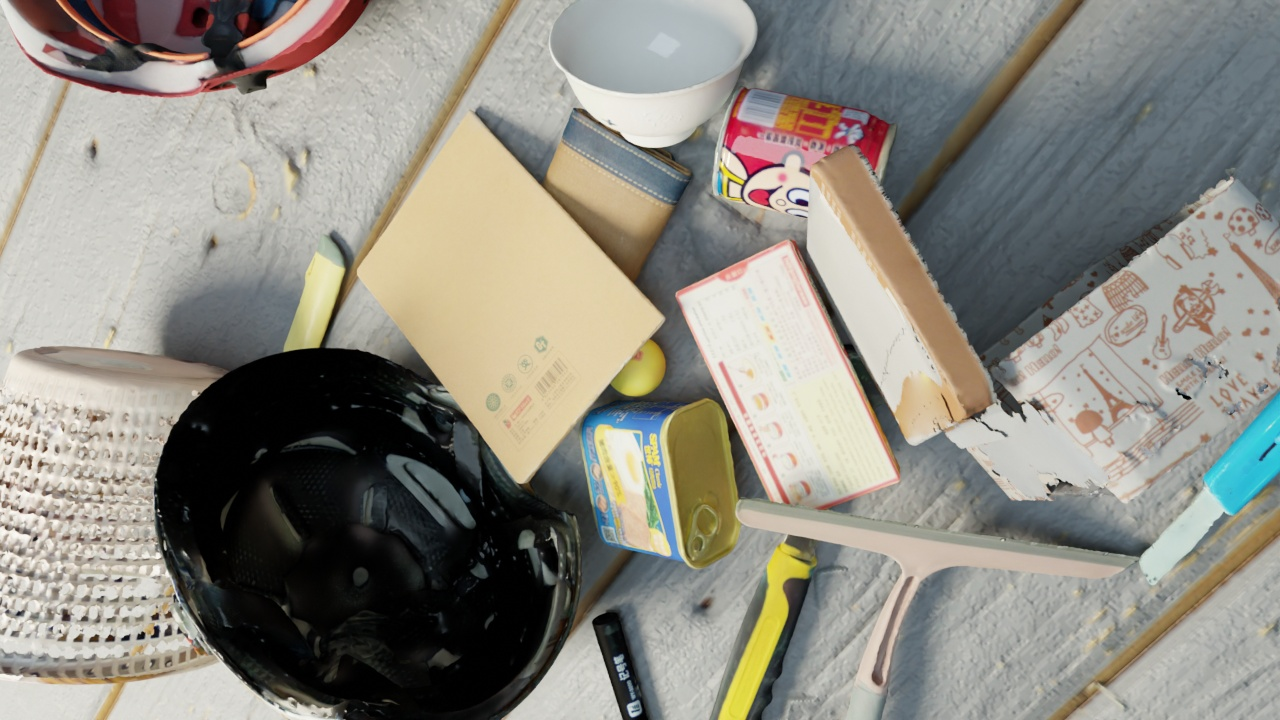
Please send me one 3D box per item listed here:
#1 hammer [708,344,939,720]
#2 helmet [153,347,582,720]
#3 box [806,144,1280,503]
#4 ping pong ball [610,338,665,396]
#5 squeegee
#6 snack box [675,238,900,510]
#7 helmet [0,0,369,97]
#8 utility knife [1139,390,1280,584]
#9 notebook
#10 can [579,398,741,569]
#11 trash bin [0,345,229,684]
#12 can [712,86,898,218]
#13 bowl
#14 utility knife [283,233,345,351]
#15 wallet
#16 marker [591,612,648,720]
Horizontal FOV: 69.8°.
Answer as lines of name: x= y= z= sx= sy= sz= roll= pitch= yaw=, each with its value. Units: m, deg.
hammer: x=0.096 y=0.141 z=0.610 sx=0.126 sy=0.031 sz=0.324 roll=20 pitch=107 yaw=11
helmet: x=-0.180 y=0.136 z=0.610 sx=0.274 sy=0.229 sz=0.157 roll=38 pitch=140 yaw=9
box: x=0.182 y=-0.035 z=0.463 sx=0.157 sy=0.183 sz=0.193 roll=-37 pitch=80 yaw=0
ping pong ball: x=-0.004 y=0.004 z=0.603 sx=0.040 sy=0.040 sz=0.040 roll=4 pitch=103 yaw=16
squeegee: x=0.153 y=0.207 z=0.591 sx=0.247 sy=0.040 sz=0.250 roll=10 pitch=108 yaw=-7
snack box: x=0.089 y=0.013 z=0.551 sx=0.077 sy=0.027 sz=0.156 roll=-24 pitch=92 yaw=17
helmet: x=-0.260 y=-0.268 z=0.569 sx=0.240 sy=0.143 sz=0.207 roll=-2 pitch=102 yaw=3
utility knife: x=0.354 y=0.049 z=0.518 sx=0.034 sy=0.018 sz=0.205 roll=34 pitch=108 yaw=3
notebook: x=-0.094 y=-0.044 z=0.601 sx=0.207 sy=0.008 sz=0.148 roll=48 pitch=110 yaw=22
can: x=0.011 y=0.075 z=0.592 sx=0.083 sy=0.057 sz=0.102 roll=0 pitch=103 yaw=46
trash bin: x=-0.376 y=0.095 z=0.657 sx=0.228 sy=0.227 sz=0.192 roll=11 pitch=92 yaw=14
can: x=0.095 y=-0.117 z=0.534 sx=0.094 sy=0.066 sz=0.066 roll=16 pitch=106 yaw=12
bowl: x=0.009 y=-0.167 z=0.542 sx=0.118 sy=0.118 sz=0.065 roll=10 pitch=144 yaw=14
utility knife: x=-0.263 y=0.003 z=0.691 sx=0.031 sy=0.021 sz=0.207 roll=30 pitch=103 yaw=13
wallet: x=-0.028 y=-0.092 z=0.595 sx=0.090 sy=0.033 sz=0.115 roll=31 pitch=110 yaw=11
marker: x=-0.009 y=0.247 z=0.671 sx=0.022 sy=0.020 sz=0.132 roll=-6 pitch=103 yaw=47
